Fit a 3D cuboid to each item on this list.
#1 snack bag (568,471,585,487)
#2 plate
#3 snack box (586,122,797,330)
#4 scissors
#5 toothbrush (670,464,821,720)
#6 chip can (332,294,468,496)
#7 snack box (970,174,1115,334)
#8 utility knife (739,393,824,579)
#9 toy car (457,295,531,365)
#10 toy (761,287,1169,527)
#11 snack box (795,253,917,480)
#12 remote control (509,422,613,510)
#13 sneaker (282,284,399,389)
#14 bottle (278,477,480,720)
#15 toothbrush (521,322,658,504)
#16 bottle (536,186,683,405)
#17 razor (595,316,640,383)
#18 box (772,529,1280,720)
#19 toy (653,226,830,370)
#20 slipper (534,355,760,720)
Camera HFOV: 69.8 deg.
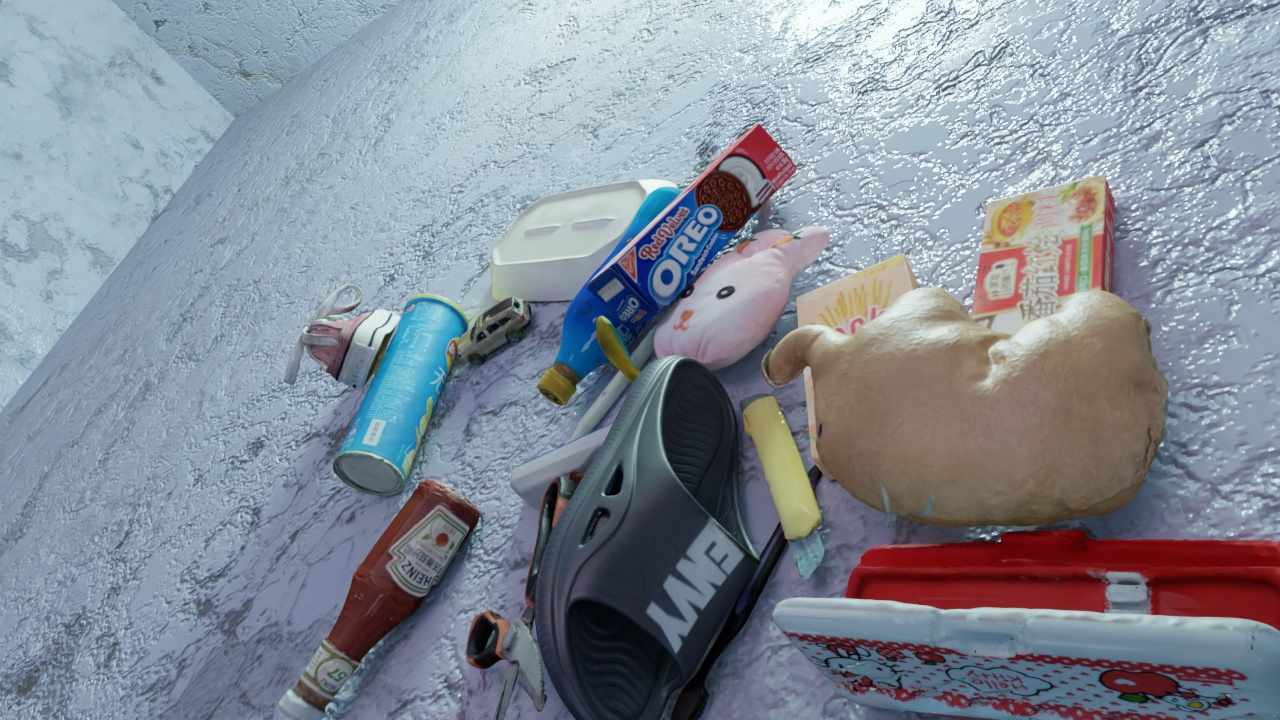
[{"bbox_3d":[-0.040,0.125,0.636,0.045,0.026,0.105,-2,61,24],"label":"snack bag"},{"bbox_3d":[-0.071,-0.133,0.968,0.266,0.034,0.161,3,54,47],"label":"plate"},{"bbox_3d":[0.045,-0.113,0.766,0.207,0.057,0.058,-47,10,-27],"label":"snack box"},{"bbox_3d":[-0.076,0.163,0.583,0.188,0.015,0.225,-66,16,-13],"label":"scissors"},{"bbox_3d":[0.068,0.139,0.550,0.014,0.017,0.188,10,56,42],"label":"toothbrush"},{"bbox_3d":[-0.236,0.031,0.921,0.071,0.071,0.209,-18,41,31],"label":"chip can"},{"bbox_3d":[0.245,-0.046,0.561,0.075,0.025,0.152,-9,46,39],"label":"snack box"},{"bbox_3d":[0.089,0.071,0.588,0.031,0.019,0.178,-34,25,15],"label":"utility knife"},{"bbox_3d":[-0.152,-0.030,0.938,0.091,0.035,0.042,-32,34,19],"label":"toy car"},{"bbox_3d":[0.154,0.022,0.496,0.226,0.082,0.143,4,53,34],"label":"toy"},{"bbox_3d":[0.150,0.000,0.606,0.085,0.026,0.157,-24,38,24],"label":"snack box"},{"bbox_3d":[-0.038,0.080,0.686,0.125,0.049,0.024,-27,39,22],"label":"remote control"},{"bbox_3d":[-0.318,-0.021,0.984,0.241,0.088,0.118,-152,85,-77],"label":"sneaker"},{"bbox_3d":[-0.207,0.190,0.726,0.060,0.060,0.205,9,59,50],"label":"bottle"},{"bbox_3d":[-0.038,0.040,0.758,0.020,0.029,0.189,36,75,13],"label":"toothbrush"},{"bbox_3d":[-0.019,-0.056,0.802,0.065,0.065,0.218,10,59,50],"label":"bottle"},{"bbox_3d":[-0.004,0.004,0.711,0.132,0.028,0.043,50,125,39],"label":"razor"},{"bbox_3d":[0.170,0.105,0.405,0.202,0.100,0.094,-10,45,38],"label":"box"},{"bbox_3d":[0.077,-0.053,0.717,0.159,0.054,0.121,-48,25,-20],"label":"toy"},{"bbox_3d":[0.020,0.092,0.552,0.084,0.110,0.267,-25,31,39],"label":"slipper"}]
